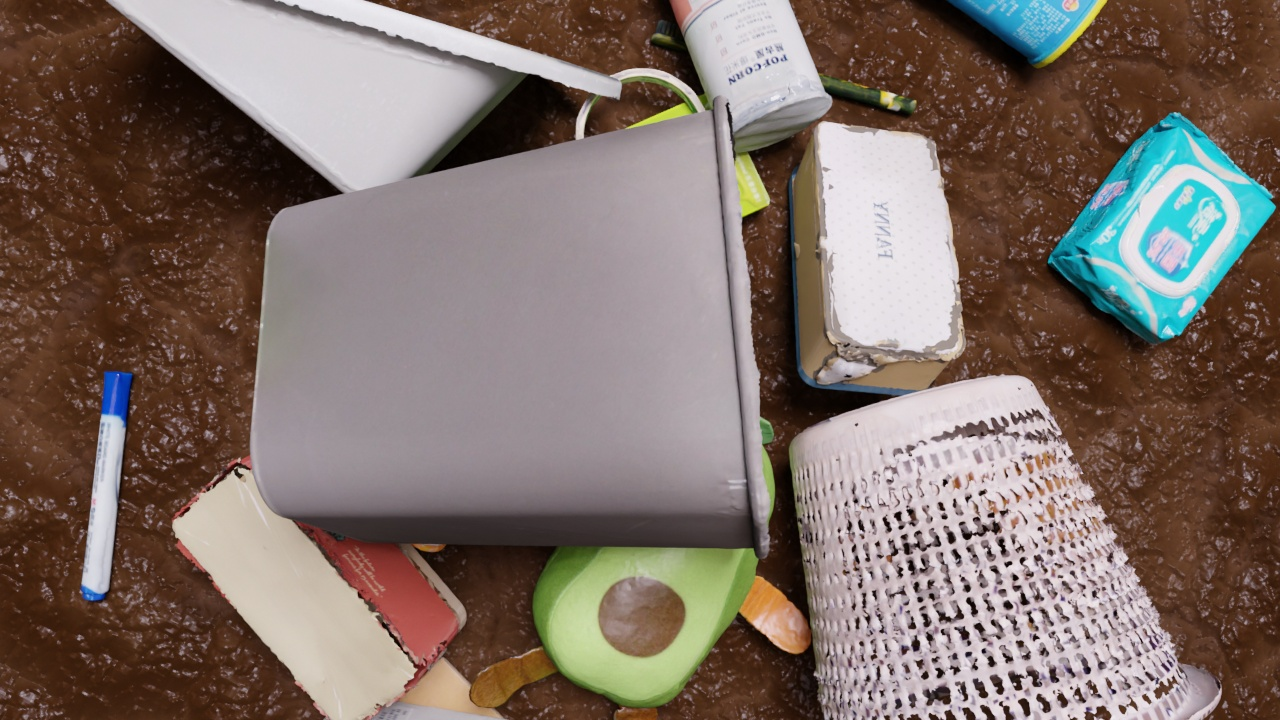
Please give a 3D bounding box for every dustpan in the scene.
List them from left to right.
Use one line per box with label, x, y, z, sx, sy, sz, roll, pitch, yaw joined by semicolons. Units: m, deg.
dustpan;-0.148;-0.190;0.501;0.257;0.222;0.143;43;99;-15

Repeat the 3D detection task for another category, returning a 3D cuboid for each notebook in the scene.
notebook;-0.156;0.323;0.608;0.211;0.012;0.149;-44;93;-3

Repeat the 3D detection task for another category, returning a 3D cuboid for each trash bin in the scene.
trash bin;-0.050;0.001;0.459;0.220;0.199;0.198;-5;72;7
trash bin;0.185;0.119;0.544;0.227;0.228;0.192;-13;78;-5

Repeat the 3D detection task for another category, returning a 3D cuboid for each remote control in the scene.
remote control;-0.130;0.238;0.575;0.135;0.056;0.019;9;94;-1

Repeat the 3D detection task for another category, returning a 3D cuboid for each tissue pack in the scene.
tissue pack;0.354;-0.089;0.622;0.093;0.050;0.133;37;88;-4

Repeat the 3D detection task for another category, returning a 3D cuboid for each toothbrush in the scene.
toothbrush;0.098;-0.197;0.619;0.186;0.012;0.017;14;79;-5

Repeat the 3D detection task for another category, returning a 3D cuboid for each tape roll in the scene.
tape roll;0.002;-0.142;0.584;0.086;0.014;0.086;0;90;-4

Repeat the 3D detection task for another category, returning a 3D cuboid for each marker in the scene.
marker;-0.340;0.080;0.585;0.017;0.017;0.146;6;90;-5

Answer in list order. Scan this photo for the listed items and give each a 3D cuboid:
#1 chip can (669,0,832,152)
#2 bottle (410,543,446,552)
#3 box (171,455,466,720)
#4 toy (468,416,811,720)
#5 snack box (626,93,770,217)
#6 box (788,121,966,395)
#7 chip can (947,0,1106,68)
chip can;0.047;-0.243;0.570;0.071;0.071;0.214;-20;85;-4
bottle;-0.113;0.070;0.581;0.063;0.063;0.108;33;103;-5
box;-0.197;0.134;0.553;0.091;0.080;0.168;-38;93;23
toy;0.005;0.138;0.579;0.227;0.090;0.247;27;93;-14
snack box;-0.003;-0.108;0.604;0.156;0.026;0.086;-26;93;-4
box;0.141;-0.071;0.569;0.090;0.061;0.184;7;59;-4
chip can;0.199;-0.280;0.596;0.210;0.071;0.071;34;88;-4
